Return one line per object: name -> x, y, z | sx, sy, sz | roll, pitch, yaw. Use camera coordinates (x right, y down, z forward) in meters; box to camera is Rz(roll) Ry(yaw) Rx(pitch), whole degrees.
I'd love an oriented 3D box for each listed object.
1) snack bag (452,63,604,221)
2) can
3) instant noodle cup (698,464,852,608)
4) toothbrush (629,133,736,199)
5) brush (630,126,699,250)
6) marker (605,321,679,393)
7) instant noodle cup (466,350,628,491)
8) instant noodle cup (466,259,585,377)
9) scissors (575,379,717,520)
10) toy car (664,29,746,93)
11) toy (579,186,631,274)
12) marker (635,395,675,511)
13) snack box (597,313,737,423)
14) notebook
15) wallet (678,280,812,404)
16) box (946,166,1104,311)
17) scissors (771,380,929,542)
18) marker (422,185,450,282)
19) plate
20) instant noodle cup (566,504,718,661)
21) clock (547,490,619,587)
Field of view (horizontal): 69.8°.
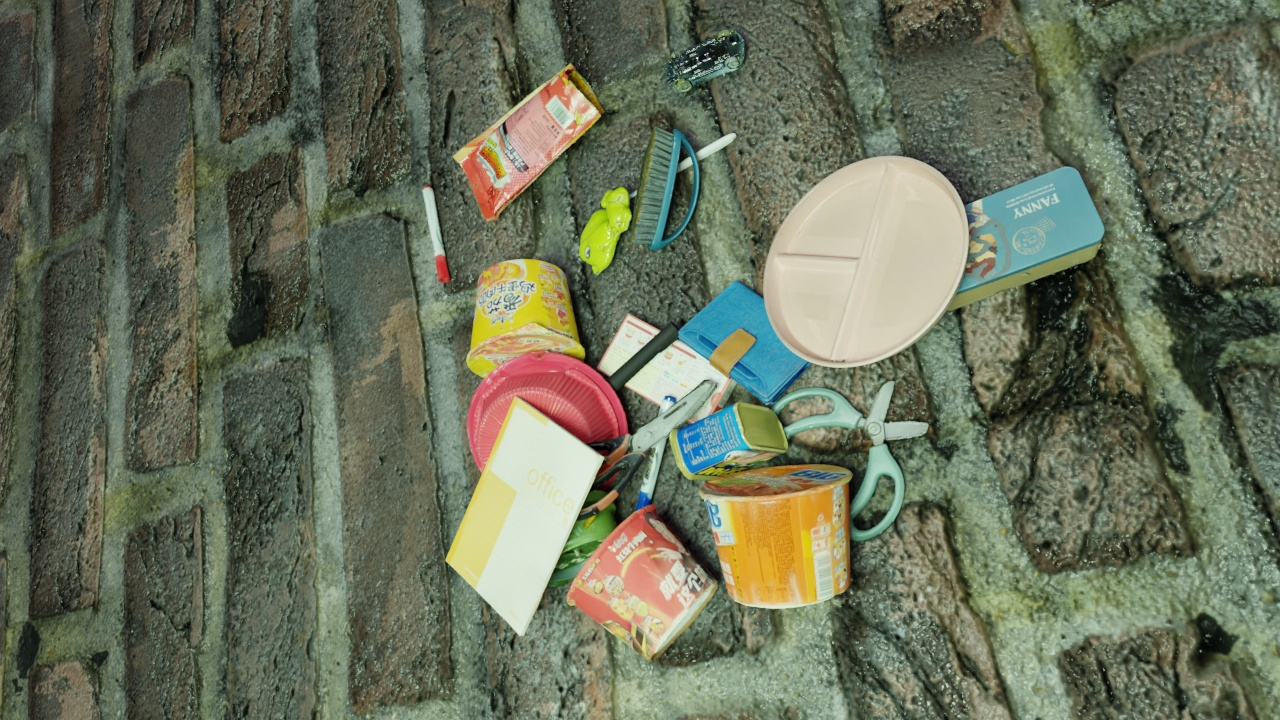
snack bag -> -0.148, -0.286, 1.193 | 0.208, 0.073, 0.128 | -38, 61, 17
can -> 0.094, 0.085, 0.960 | 0.083, 0.102, 0.057 | -28, 67, 29
instant noodle cup -> 0.139, 0.171, 0.903 | 0.152, 0.151, 0.111 | -7, 93, 22
toothbrush -> 0.038, -0.226, 1.118 | 0.180, 0.016, 0.016 | -29, 75, 16
brush -> 0.033, -0.201, 1.087 | 0.073, 0.055, 0.144 | 11, 96, -7
marker -> -0.006, 0.006, 1.047 | 0.132, 0.020, 0.022 | -42, 53, 13
instant noodle cup -> -0.113, 0.090, 1.037 | 0.194, 0.065, 0.194 | 2, 103, 8
instant noodle cup -> -0.137, -0.048, 1.094 | 0.138, 0.138, 0.109 | -15, 64, 20
scissors -> -0.012, 0.082, 0.983 | 0.182, 0.015, 0.208 | 5, 55, 21
toy car -> 0.081, -0.365, 1.124 | 0.106, 0.031, 0.049 | -19, 71, 20
toy -> -0.042, -0.159, 1.118 | 0.100, 0.031, 0.096 | -35, 52, 42
marker -> 0.016, 0.111, 1.029 | 0.017, 0.016, 0.146 | 17, 97, 26
snack box -> 0.031, 0.013, 1.057 | 0.156, 0.027, 0.077 | 30, 91, 27
notebook -> -0.126, 0.159, 0.963 | 0.146, 0.010, 0.206 | 31, 101, 38
wallet -> 0.121, -0.022, 1.006 | 0.133, 0.040, 0.106 | 38, 68, 27
box -> 0.370, -0.120, 0.919 | 0.185, 0.063, 0.089 | -24, 69, 19
scissors -> 0.210, 0.101, 0.961 | 0.175, 0.019, 0.169 | 3, 78, 24
marker -> -0.278, -0.173, 1.245 | 0.017, 0.017, 0.145 | -21, 70, 18
plate -> 0.228, -0.099, 0.942 | 0.230, 0.028, 0.229 | -19, 60, 37
instant noodle cup -> 0.008, 0.236, 0.959 | 0.108, 0.138, 0.138 | 39, 95, 18
clock -> -0.089, 0.205, 1.012 | 0.161, 0.116, 0.056 | -35, 60, 17
